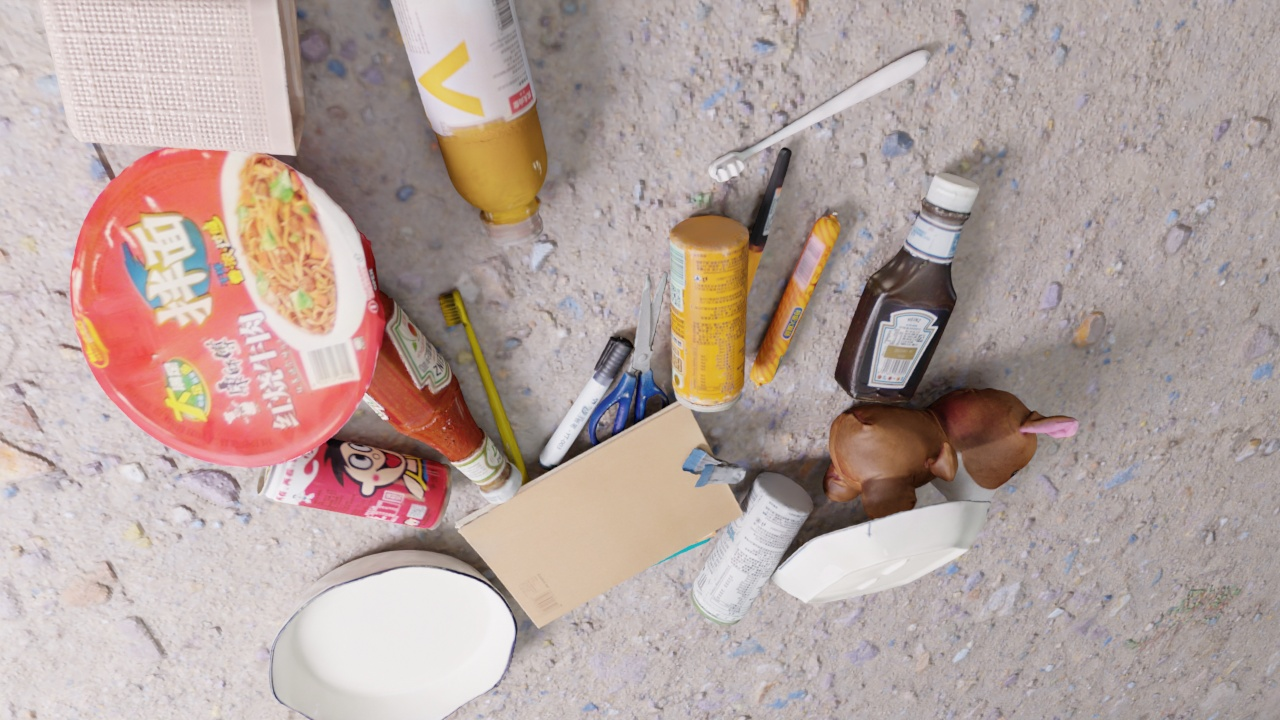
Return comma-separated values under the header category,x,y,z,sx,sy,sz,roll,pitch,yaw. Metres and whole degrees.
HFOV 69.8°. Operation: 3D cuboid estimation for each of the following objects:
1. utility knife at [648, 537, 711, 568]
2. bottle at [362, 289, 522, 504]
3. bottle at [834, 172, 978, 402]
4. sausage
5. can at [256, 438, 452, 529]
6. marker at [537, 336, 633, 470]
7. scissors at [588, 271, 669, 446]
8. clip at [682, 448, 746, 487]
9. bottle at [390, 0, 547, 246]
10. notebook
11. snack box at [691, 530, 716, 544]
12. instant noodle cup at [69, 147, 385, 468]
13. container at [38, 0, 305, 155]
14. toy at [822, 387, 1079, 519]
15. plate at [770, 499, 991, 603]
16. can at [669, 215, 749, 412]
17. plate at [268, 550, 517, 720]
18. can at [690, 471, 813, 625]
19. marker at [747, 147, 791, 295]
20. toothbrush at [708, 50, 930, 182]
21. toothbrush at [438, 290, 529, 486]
category,x,y,z,sx,sy,sz,roll,pitch,yaw
utility knife,-0.001,0.187,0.854,0.151,0.012,0.029,-22,129,-4
bottle,-0.154,0.034,0.674,0.060,0.059,0.206,-32,127,3
bottle,0.223,-0.057,0.756,0.079,0.044,0.195,3,120,-21
sausage,0.123,-0.046,0.741,0.021,0.021,0.165,8,119,-24
can,-0.214,0.090,0.692,0.132,0.053,0.053,17,115,-28
marker,-0.047,0.035,0.738,0.022,0.018,0.131,30,109,-11
scissors,0.008,0.003,0.724,0.124,0.012,0.174,15,116,-43
clip,0.065,0.094,0.769,0.058,0.045,0.027,14,111,-38
bottle,-0.098,-0.160,0.559,0.068,0.068,0.190,-17,126,-8
notebook,-0.028,0.136,0.779,0.211,0.012,0.149,-29,126,-1
snack box,-0.014,0.149,0.816,0.155,0.027,0.077,-20,125,-7
instant noodle cup,-0.239,-0.034,0.561,0.194,0.065,0.194,2,103,8
container,-0.245,-0.165,0.495,0.111,0.089,0.090,-3,123,-14
toy,0.271,0.084,0.819,0.199,0.140,0.130,-18,99,-12
plate,0.212,0.181,0.826,0.162,0.034,0.266,-9,158,-9
can,0.052,-0.034,0.700,0.058,0.058,0.146,-11,125,-13
plate,-0.212,0.243,0.799,0.204,0.045,0.205,-10,125,-14
can,0.102,0.176,0.856,0.058,0.058,0.147,14,116,-27
marker,0.091,-0.102,0.697,0.018,0.015,0.124,-25,138,-52
toothbrush,0.130,-0.176,0.661,0.180,0.016,0.016,-29,129,0
toothbrush,-0.118,0.028,0.708,0.016,0.015,0.190,-16,126,-3
